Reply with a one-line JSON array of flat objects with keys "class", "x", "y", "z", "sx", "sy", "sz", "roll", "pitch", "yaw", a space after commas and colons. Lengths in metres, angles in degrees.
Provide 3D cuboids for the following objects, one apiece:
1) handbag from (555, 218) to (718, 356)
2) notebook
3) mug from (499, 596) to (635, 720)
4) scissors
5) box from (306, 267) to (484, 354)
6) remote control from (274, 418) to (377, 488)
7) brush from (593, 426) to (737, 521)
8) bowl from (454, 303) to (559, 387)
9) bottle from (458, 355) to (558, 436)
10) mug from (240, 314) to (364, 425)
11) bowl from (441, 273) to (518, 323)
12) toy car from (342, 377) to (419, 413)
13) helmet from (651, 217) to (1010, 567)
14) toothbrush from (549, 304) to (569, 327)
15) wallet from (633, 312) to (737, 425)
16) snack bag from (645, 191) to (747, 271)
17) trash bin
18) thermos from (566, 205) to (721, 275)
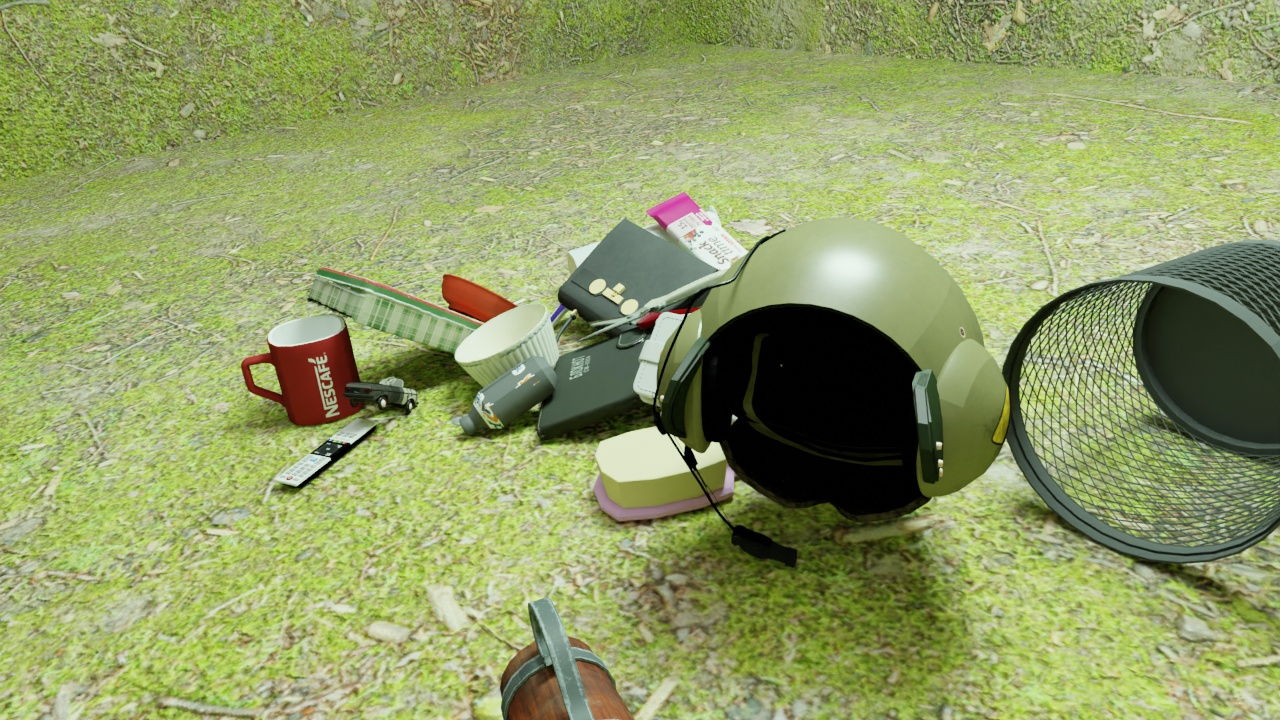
[{"class": "handbag", "x": -0.027, "y": -0.061, "z": 1.121, "sx": 0.195, "sy": 0.072, "sz": 0.176, "roll": -40, "pitch": 48, "yaw": -17}, {"class": "notebook", "x": -0.006, "y": 0.006, "z": 0.975, "sx": 0.209, "sy": 0.029, "sz": 0.169, "roll": -17, "pitch": 26, "yaw": 10}, {"class": "mug", "x": -0.041, "y": 0.208, "z": 0.540, "sx": 0.081, "sy": 0.117, "sz": 0.111, "roll": -14, "pitch": 24, "yaw": -17}, {"class": "scissors", "x": 0.030, "y": -0.060, "z": 1.027, "sx": 0.178, "sy": 0.015, "sz": 0.199, "roll": -36, "pitch": 25, "yaw": -28}, {"class": "box", "x": -0.267, "y": -0.051, "z": 1.056, "sx": 0.118, "sy": 0.050, "sz": 0.205, "roll": 21, "pitch": -1, "yaw": 41}, {"class": "remote control", "x": -0.316, "y": 0.094, "z": 0.932, "sx": 0.028, "sy": 0.012, "sz": 0.124, "roll": 7, "pitch": 29, "yaw": 23}, {"class": "brush", "x": 0.070, "y": 0.090, "z": 0.839, "sx": 0.228, "sy": 0.043, "sz": 0.089, "roll": -11, "pitch": 27, "yaw": -11}, {"class": "bowl", "x": -0.141, "y": -0.007, "z": 1.024, "sx": 0.115, "sy": 0.062, "sz": 0.115, "roll": -23, "pitch": 24, "yaw": 11}, {"class": "bottle", "x": -0.138, "y": 0.039, "z": 0.956, "sx": 0.112, "sy": 0.047, "sz": 0.047, "roll": -36, "pitch": 33, "yaw": -8}, {"class": "mug", "x": -0.372, "y": 0.013, "z": 1.009, "sx": 0.116, "sy": 0.097, "sz": 0.080, "roll": -14, "pitch": 28, "yaw": -17}, {"class": "bowl", "x": -0.200, "y": -0.065, "z": 1.154, "sx": 0.122, "sy": 0.122, "sz": 0.035, "roll": 18, "pitch": 78, "yaw": 38}, {"class": "toy car", "x": -0.278, "y": 0.035, "z": 0.987, "sx": 0.040, "sy": 0.037, "sz": 0.092, "roll": 3, "pitch": -5, "yaw": 19}, {"class": "helmet", "x": 0.146, "y": 0.025, "z": 0.693, "sx": 0.251, "sy": 0.256, "sz": 0.232, "roll": 9, "pitch": 33, "yaw": 23}, {"class": "toothbrush", "x": -0.061, "y": -0.107, "z": 1.205, "sx": 0.016, "sy": 0.015, "sz": 0.186, "roll": 37, "pitch": 73, "yaw": 23}, {"class": "wallet", "x": 0.062, "y": -0.006, "z": 0.869, "sx": 0.118, "sy": 0.037, "sz": 0.115, "roll": 14, "pitch": 73, "yaw": 21}, {"class": "snack bag", "x": 0.092, "y": -0.153, "z": 1.215, "sx": 0.070, "sy": 0.016, "sz": 0.196, "roll": -30, "pitch": 62, "yaw": -22}, {"class": "trash bin", "x": 0.452, "y": 0.017, "z": 0.739, "sx": 0.226, "sy": 0.218, "sz": 0.218, "roll": -19, "pitch": 29, "yaw": -35}, {"class": "thermos", "x": 0.013, "y": -0.143, "z": 1.279, "sx": 0.220, "sy": 0.099, "sz": 0.099, "roll": -17, "pitch": 28, "yaw": -12}]
